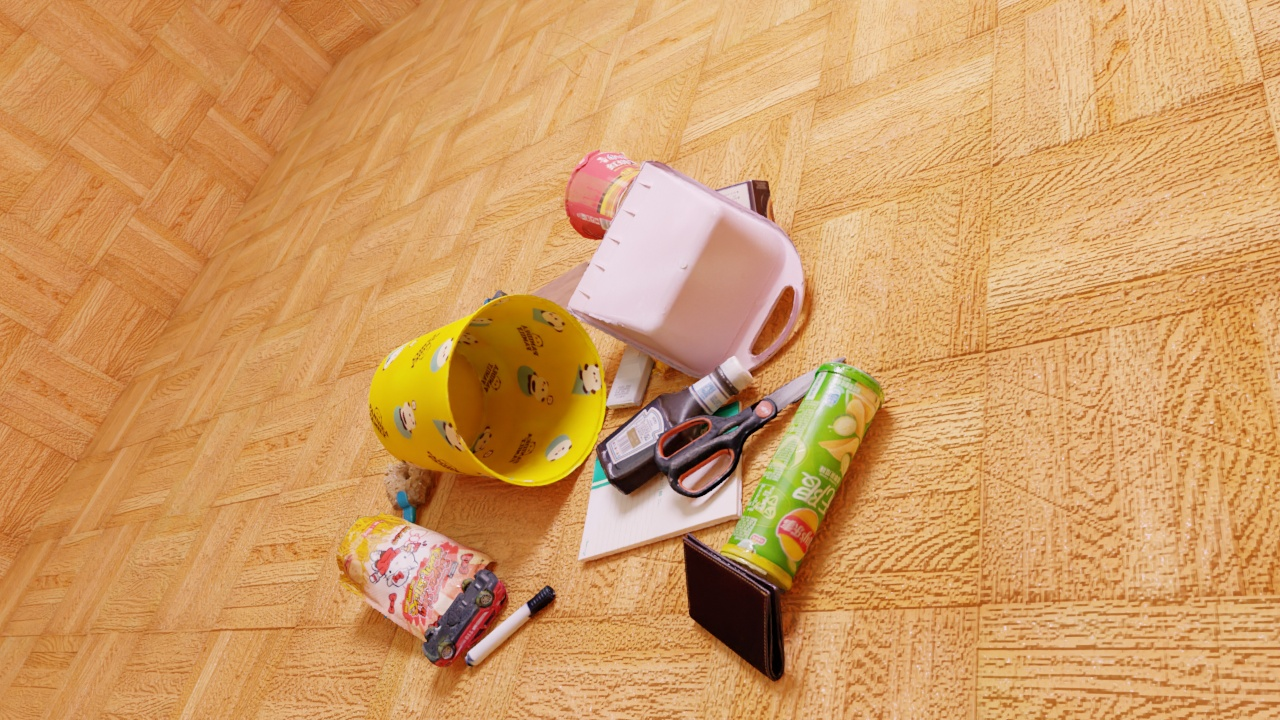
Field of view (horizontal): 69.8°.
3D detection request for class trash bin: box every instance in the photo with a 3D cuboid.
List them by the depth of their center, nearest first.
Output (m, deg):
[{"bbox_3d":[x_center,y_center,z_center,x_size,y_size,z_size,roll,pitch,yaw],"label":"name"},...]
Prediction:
[{"bbox_3d":[-0.211,0.048,1.187,0.256,0.229,0.229,-9,50,49],"label":"trash bin"}]

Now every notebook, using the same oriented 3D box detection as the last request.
[{"bbox_3d":[0.023,0.137,1.026,0.210,0.012,0.150,-23,40,30],"label":"notebook"}]

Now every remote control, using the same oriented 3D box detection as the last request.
[{"bbox_3d":[-0.007,0.007,1.171,0.049,0.024,0.124,-12,49,40],"label":"remote control"}]

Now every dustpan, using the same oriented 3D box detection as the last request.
[{"bbox_3d":[0.059,-0.095,1.107,0.222,0.138,0.273,-60,32,6],"label":"dustpan"}]

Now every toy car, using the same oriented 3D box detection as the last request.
[{"bbox_3d":[-0.203,0.303,1.069,0.120,0.045,0.053,-50,33,-13],"label":"toy car"}]

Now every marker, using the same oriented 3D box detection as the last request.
[{"bbox_3d":[-0.148,0.301,1.037,0.131,0.018,0.022,-42,18,6],"label":"marker"}]

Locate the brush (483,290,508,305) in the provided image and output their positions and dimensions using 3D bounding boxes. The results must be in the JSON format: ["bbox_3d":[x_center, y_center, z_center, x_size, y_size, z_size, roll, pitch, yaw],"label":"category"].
[{"bbox_3d":[-0.217,-0.053,1.418,0.073,0.055,0.143,-40,36,7],"label":"brush"}]

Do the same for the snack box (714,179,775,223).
[{"bbox_3d":[0.110,-0.152,1.146,0.113,0.053,0.125,-8,93,42],"label":"snack box"}]

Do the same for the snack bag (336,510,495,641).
[{"bbox_3d":[-0.291,0.270,1.162,0.208,0.073,0.128,16,67,34],"label":"snack bag"}]

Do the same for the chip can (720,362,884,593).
[{"bbox_3d":[0.156,0.105,0.865,0.073,0.072,0.221,11,65,50],"label":"chip can"}]

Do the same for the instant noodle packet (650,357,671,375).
[{"bbox_3d":[0.048,-0.052,1.133,0.129,0.044,0.110,-36,62,17],"label":"instant noodle packet"}]

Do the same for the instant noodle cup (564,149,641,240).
[{"bbox_3d":[-0.025,-0.227,1.332,0.138,0.138,0.109,-52,44,-7],"label":"instant noodle cup"}]

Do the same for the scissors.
[{"bbox_3d":[0.112,0.048,0.971,0.125,0.022,0.234,36,81,27],"label":"scissors"}]

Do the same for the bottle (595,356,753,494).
[{"bbox_3d":[0.039,0.067,1.029,0.195,0.044,0.079,-39,39,10],"label":"bottle"}]

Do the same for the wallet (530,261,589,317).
[{"bbox_3d":[-0.117,-0.091,1.386,0.115,0.020,0.101,-32,39,16],"label":"wallet"}]

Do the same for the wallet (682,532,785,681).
[{"bbox_3d":[0.081,0.220,0.826,0.020,0.096,0.122,-18,24,-31],"label":"wallet"}]

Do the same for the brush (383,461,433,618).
[{"bbox_3d":[-0.330,0.235,1.273,0.083,0.046,0.254,-20,47,19],"label":"brush"}]
